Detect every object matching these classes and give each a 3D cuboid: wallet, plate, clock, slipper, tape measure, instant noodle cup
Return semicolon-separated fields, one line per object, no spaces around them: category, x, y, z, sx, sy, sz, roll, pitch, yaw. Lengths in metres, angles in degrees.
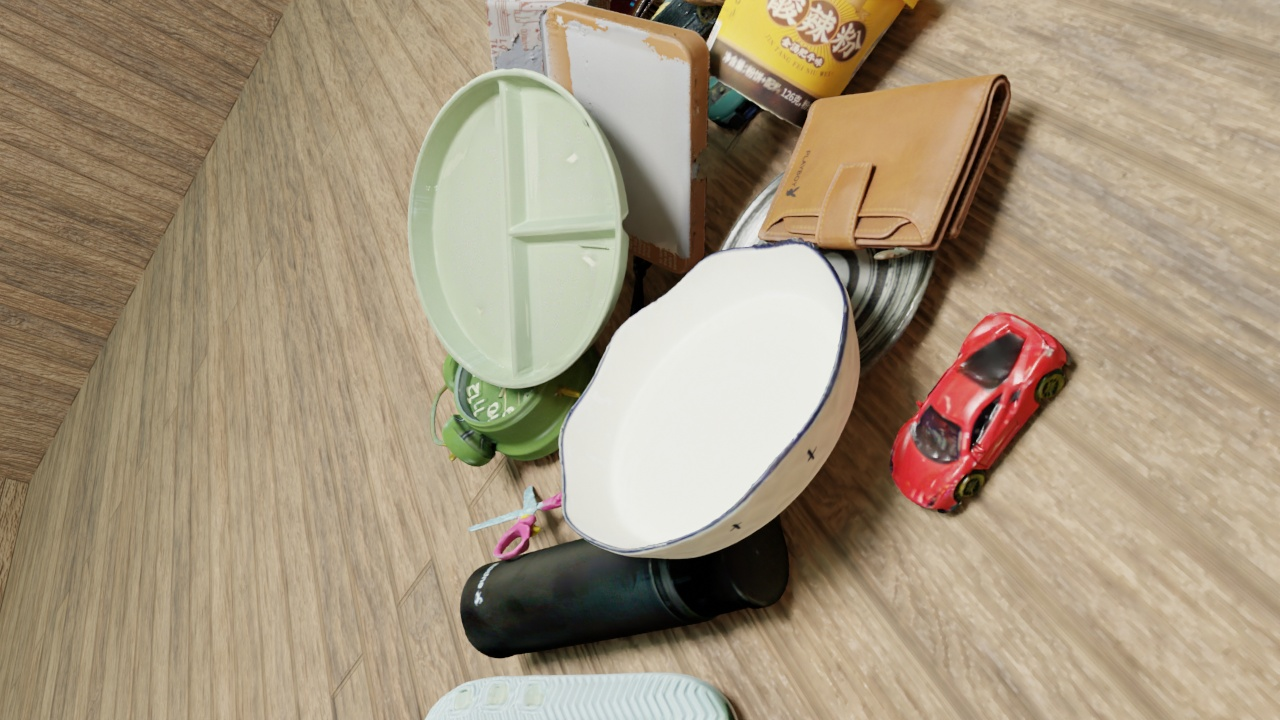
wallet;-0.031;-0.313;0.894;0.122;0.020;0.096;-54;27;16
plate;-0.094;-0.095;0.677;0.231;0.027;0.230;5;98;40
clock;-0.109;0.023;0.745;0.161;0.056;0.116;-25;51;24
slipper;-0.046;0.245;0.558;0.246;0.074;0.103;-19;53;25
tape measure;0.072;-0.207;0.707;0.055;0.025;0.058;-41;43;29
plate;0.110;-0.051;0.573;0.180;0.024;0.179;-29;48;37
wallet;0.135;-0.105;0.532;0.131;0.035;0.119;12;72;53
instant noodle cup;0.105;-0.225;0.608;0.115;0.118;0.118;-58;36;21
plate;0.039;0.024;0.525;0.205;0.045;0.204;-33;34;25

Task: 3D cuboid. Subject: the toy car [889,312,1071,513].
toy car;0.163;0.026;0.456;0.106;0.031;0.049;-57;36;13

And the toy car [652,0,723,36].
toy car;0.027;-0.282;0.800;0.121;0.036;0.054;-43;40;15

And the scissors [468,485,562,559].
scissors;-0.076;0.110;0.682;0.131;0.017;0.133;-28;11;-1

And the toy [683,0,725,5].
toy;0.071;-0.339;0.734;0.143;0.082;0.226;-26;38;-8

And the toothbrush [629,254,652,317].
toothbrush;-0.004;0.004;0.680;0.027;0.026;0.212;-35;43;52

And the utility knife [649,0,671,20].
utility knife;0.000;-0.296;0.862;0.208;0.021;0.031;-46;45;17

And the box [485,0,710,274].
box;-0.042;-0.196;0.703;0.271;0.132;0.180;-124;24;-45

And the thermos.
thermos;-0.014;0.137;0.592;0.243;0.068;0.089;-24;22;40
